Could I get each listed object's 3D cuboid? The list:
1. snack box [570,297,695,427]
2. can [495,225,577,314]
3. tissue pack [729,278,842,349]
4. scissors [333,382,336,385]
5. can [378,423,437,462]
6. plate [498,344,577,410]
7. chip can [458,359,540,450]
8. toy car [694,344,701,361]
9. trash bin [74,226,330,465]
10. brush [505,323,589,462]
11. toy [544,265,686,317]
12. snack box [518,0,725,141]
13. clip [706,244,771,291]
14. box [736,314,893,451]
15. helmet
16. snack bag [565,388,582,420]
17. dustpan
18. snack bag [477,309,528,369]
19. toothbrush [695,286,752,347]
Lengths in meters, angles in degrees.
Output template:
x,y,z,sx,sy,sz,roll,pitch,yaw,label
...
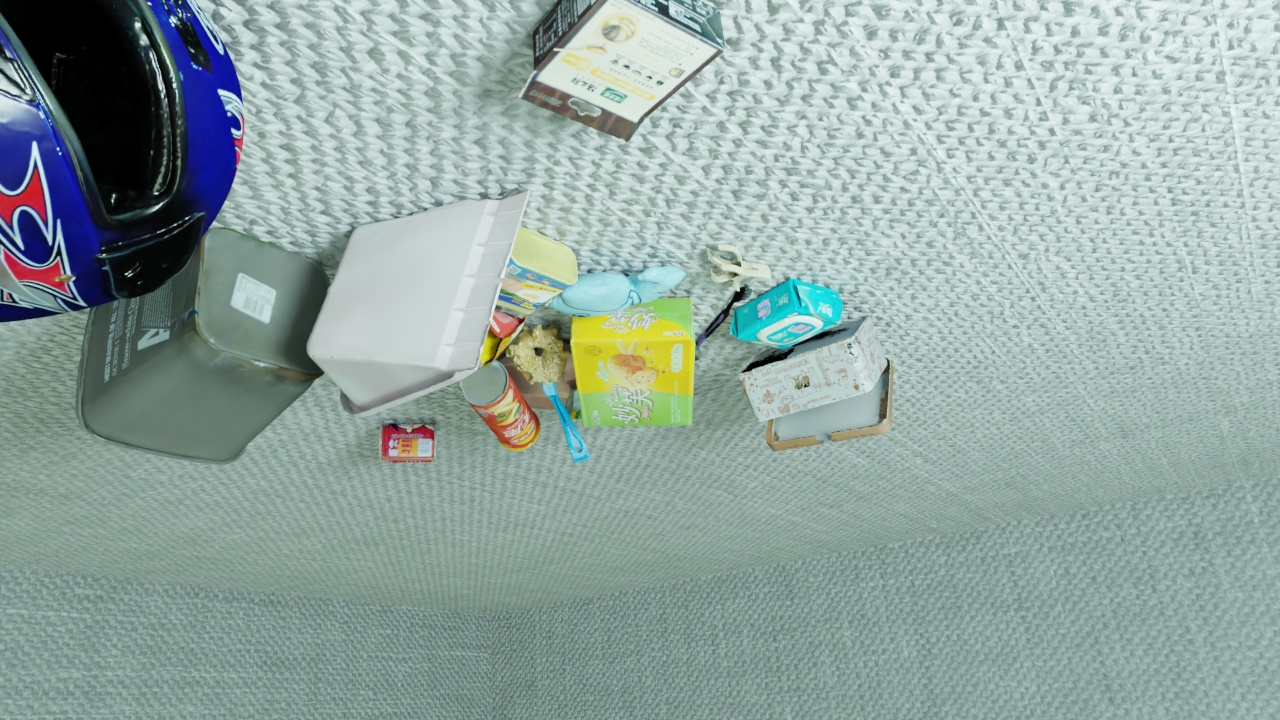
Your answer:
x,y,z,sx,sy,sz,roll,pitch,yaw,label
-0.007,0.007,1.229,0.158,0.069,0.210,-1,144,1,snack box
-0.133,-0.101,1.033,0.102,0.057,0.083,18,147,-42,can
0.190,-0.056,1.200,0.093,0.050,0.134,11,154,-36,tissue pack
-0.374,0.014,1.325,0.162,0.012,0.175,-10,154,13,scissors
-0.391,0.139,1.548,0.093,0.066,0.067,0,157,-11,can
-0.117,0.025,1.373,0.229,0.028,0.230,-4,158,-2,plate
-0.200,0.068,1.334,0.073,0.073,0.217,-5,157,3,chip can
0.051,-0.027,1.270,0.043,0.034,0.090,-14,143,26,toy car
-0.473,-0.019,1.018,0.220,0.198,0.198,-28,148,32,trash bin
-0.118,0.051,1.284,0.083,0.045,0.255,-15,129,4,brush
-0.037,-0.082,1.096,0.156,0.049,0.162,-4,170,-31,toy
-0.017,-0.241,0.720,0.113,0.053,0.126,14,152,-36,snack box
0.114,-0.108,1.090,0.071,0.034,0.100,-19,158,29,clip
0.251,0.041,1.274,0.182,0.148,0.146,-18,-172,31,box
-0.385,-0.166,0.592,0.239,0.247,0.316,-41,-171,-35,helmet
-0.017,0.067,1.410,0.191,0.038,0.111,0,147,-14,snack bag
-0.223,-0.047,0.959,0.274,0.222,0.139,1,148,22,dustpan
-0.197,-0.040,1.076,0.128,0.073,0.208,-3,-171,-3,snack bag
0.109,-0.055,1.238,0.016,0.014,0.189,-9,160,-22,toothbrush
